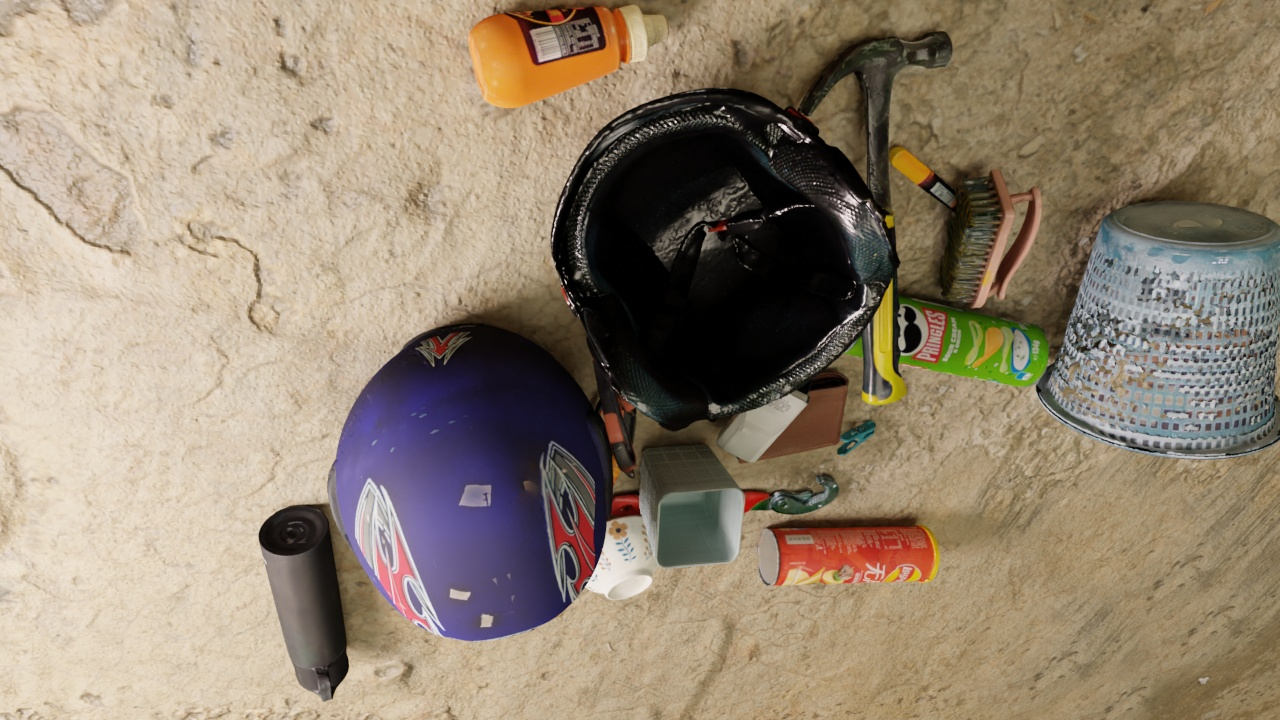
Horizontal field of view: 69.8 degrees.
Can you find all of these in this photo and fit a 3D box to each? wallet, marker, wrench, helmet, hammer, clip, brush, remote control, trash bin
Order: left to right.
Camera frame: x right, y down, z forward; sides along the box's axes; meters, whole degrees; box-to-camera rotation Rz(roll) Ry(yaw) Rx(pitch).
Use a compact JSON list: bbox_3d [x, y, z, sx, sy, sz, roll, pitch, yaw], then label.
[{"bbox_3d":[-0.141,0.133,0.834,0.247,0.240,0.316,-12,130,-3],"label":"helmet"},{"bbox_3d":[0.054,-0.089,0.715,0.234,0.230,0.275,-37,116,10],"label":"helmet"},{"bbox_3d":[0.099,0.162,1.058,0.273,0.016,0.056,-2,128,-12],"label":"wrench"},{"bbox_3d":[0.121,0.062,0.927,0.049,0.024,0.125,26,138,-3],"label":"remote control"},{"bbox_3d":[0.161,0.062,0.987,0.124,0.032,0.101,-9,132,-6],"label":"wallet"},{"bbox_3d":[0.241,0.084,1.022,0.055,0.013,0.038,-29,141,-26],"label":"clip"},{"bbox_3d":[0.206,-0.112,0.805,0.126,0.032,0.324,-9,112,-5],"label":"hammer"},{"bbox_3d":[0.271,-0.162,0.848,0.123,0.015,0.018,26,119,-32],"label":"marker"},{"bbox_3d":[0.328,-0.105,0.866,0.073,0.063,0.146,-3,140,4],"label":"brush"},{"bbox_3d":[0.518,-0.044,0.893,0.226,0.226,0.195,-8,116,-8],"label":"trash bin"}]

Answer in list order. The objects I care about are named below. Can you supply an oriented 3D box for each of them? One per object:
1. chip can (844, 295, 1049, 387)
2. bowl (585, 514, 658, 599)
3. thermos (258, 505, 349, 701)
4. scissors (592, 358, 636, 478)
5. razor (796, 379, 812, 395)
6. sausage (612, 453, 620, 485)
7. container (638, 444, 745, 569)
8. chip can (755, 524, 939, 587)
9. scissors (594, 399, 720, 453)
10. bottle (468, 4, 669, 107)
[{"bbox_3d":[0.300,-0.023,0.927,0.235,0.072,0.072,9,124,-21],"label":"chip can"},{"bbox_3d":[-0.022,0.229,1.033,0.113,0.062,0.114,-15,146,-11],"label":"bowl"},{"bbox_3d":[-0.352,0.271,0.985,0.068,0.090,0.243,-15,131,-24],"label":"thermos"},{"bbox_3d":[-0.033,-0.001,0.818,0.015,0.188,0.226,-14,149,8],"label":"scissors"},{"bbox_3d":[0.106,-0.019,0.901,0.167,0.062,0.068,39,142,-29],"label":"razor"},{"bbox_3d":[-0.052,0.160,1.015,0.021,0.021,0.165,10,124,-21],"label":"sausage"},{"bbox_3d":[0.048,0.147,0.964,0.090,0.111,0.090,-2,114,-12],"label":"container"},{"bbox_3d":[0.253,0.238,1.120,0.216,0.073,0.073,2,127,-15],"label":"chip can"},{"bbox_3d":[0.009,0.004,0.911,0.228,0.021,0.221,17,117,-23],"label":"scissors"},{"bbox_3d":[-0.050,-0.234,0.685,0.149,0.066,0.067,-16,130,-10],"label":"bottle"}]
